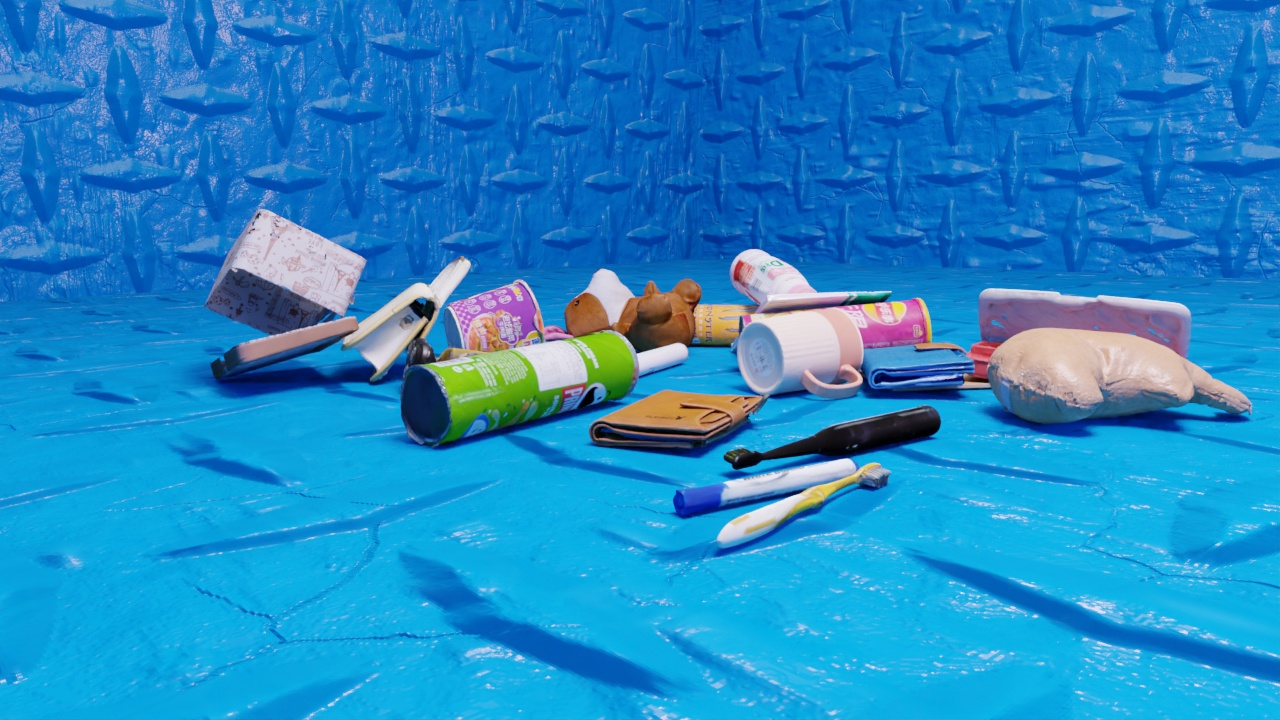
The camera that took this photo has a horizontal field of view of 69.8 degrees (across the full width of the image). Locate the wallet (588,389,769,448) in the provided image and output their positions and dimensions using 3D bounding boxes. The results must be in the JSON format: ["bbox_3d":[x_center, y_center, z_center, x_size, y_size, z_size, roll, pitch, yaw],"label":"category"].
[{"bbox_3d":[0.039,0.050,0.776,0.119,0.035,0.130,-3,8,28],"label":"wallet"}]

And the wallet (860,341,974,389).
[{"bbox_3d":[0.286,0.003,0.966,0.106,0.040,0.133,-4,9,9],"label":"wallet"}]

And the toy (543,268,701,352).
[{"bbox_3d":[-0.026,-0.062,1.223,0.200,0.130,0.139,-6,10,36],"label":"toy"}]

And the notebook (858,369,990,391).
[{"bbox_3d":[0.354,0.015,1.028,0.207,0.008,0.148,-2,9,-7],"label":"notebook"}]

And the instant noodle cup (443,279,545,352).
[{"bbox_3d":[-0.181,-0.037,1.117,0.099,0.111,0.112,-13,13,-23],"label":"instant noodle cup"}]

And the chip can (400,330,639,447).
[{"bbox_3d":[-0.103,0.020,0.832,0.072,0.072,0.235,7,12,40],"label":"chip can"}]

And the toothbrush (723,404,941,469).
[{"bbox_3d":[0.151,0.061,0.707,0.212,0.026,0.027,-7,24,-32],"label":"toothbrush"}]

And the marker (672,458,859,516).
[{"bbox_3d":[0.087,0.082,0.606,0.145,0.017,0.017,-6,11,-29],"label":"marker"}]

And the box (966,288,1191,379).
[{"bbox_3d":[0.443,-0.025,0.938,0.202,0.099,0.095,9,16,35],"label":"box"}]

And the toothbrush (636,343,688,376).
[{"bbox_3d":[-0.006,0.006,1.055,0.027,0.026,0.220,-40,-12,29],"label":"toothbrush"}]

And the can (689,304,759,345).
[{"bbox_3d":[0.131,-0.049,1.288,0.146,0.058,0.058,1,9,10],"label":"can"}]

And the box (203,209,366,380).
[{"bbox_3d":[-0.414,-0.043,1.043,0.150,0.168,0.182,28,-26,-26],"label":"box"}]

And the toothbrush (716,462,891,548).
[{"bbox_3d":[0.108,0.089,0.571,0.018,0.016,0.191,18,18,39],"label":"toothbrush"}]

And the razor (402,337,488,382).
[{"bbox_3d":[-0.171,0.010,0.976,0.167,0.062,0.068,5,-23,2],"label":"razor"}]

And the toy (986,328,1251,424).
[{"bbox_3d":[0.426,0.015,0.821,0.226,0.083,0.143,0,25,-10],"label":"toy"}]

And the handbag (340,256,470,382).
[{"bbox_3d":[-0.268,-0.056,1.098,0.178,0.063,0.163,-41,17,-5],"label":"handbag"}]

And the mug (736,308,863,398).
[{"bbox_3d":[0.173,0.000,0.952,0.105,0.082,0.114,-8,41,-31],"label":"mug"}]

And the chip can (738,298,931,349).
[{"bbox_3d":[0.223,-0.029,1.067,0.210,0.071,0.071,-5,9,0],"label":"chip can"}]

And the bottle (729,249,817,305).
[{"bbox_3d":[0.183,-0.101,1.235,0.068,0.068,0.197,-3,18,-15],"label":"bottle"}]

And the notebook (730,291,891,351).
[{"bbox_3d":[0.207,-0.047,1.150,0.150,0.012,0.209,-2,-16,-6],"label":"notebook"}]
